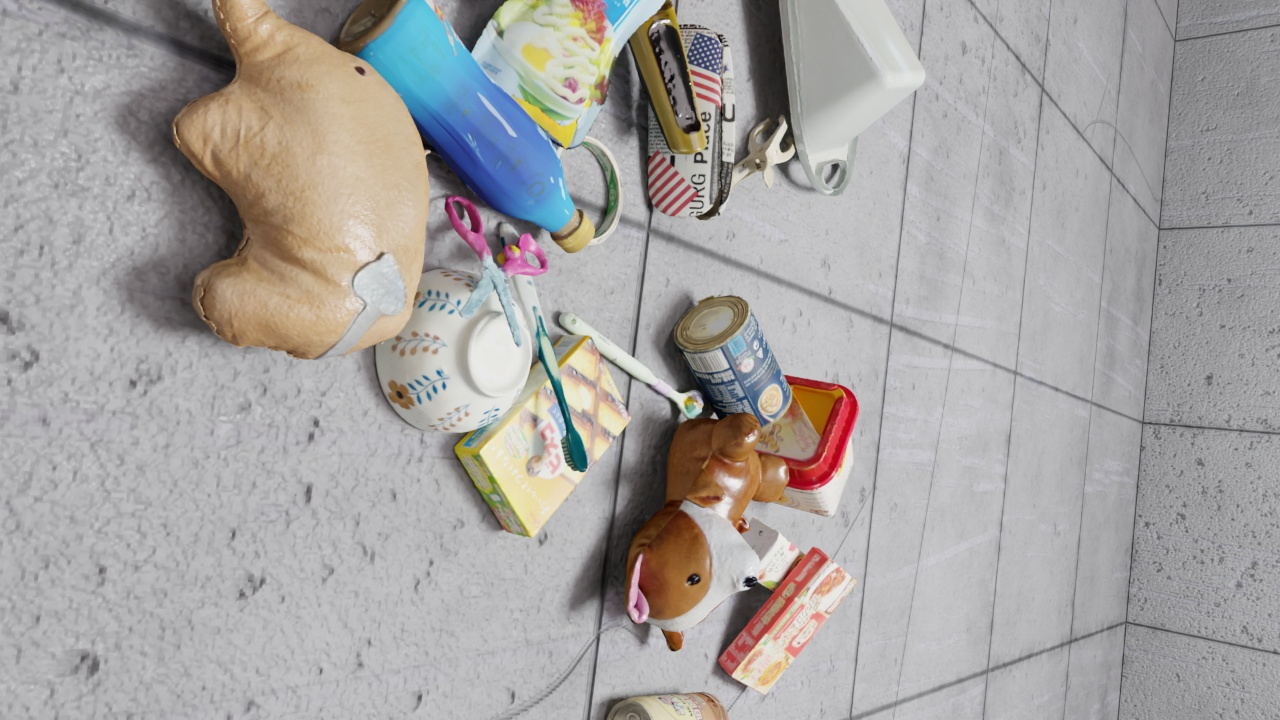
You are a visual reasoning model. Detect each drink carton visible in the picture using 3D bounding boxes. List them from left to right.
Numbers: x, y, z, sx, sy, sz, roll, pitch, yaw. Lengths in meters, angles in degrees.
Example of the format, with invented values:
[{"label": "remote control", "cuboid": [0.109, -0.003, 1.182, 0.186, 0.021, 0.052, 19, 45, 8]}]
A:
[{"label": "drink carton", "cuboid": [0.142, 0.211, 0.947, 0.053, 0.045, 0.122, -55, 133, -6]}]

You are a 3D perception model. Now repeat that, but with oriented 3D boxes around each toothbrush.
[{"label": "toothbrush", "cuboid": [-0.072, -0.010, 0.667, 0.016, 0.018, 0.191, -15, 85, -39]}, {"label": "toothbrush", "cuboid": [-0.005, 0.005, 0.780, 0.189, 0.020, 0.029, 35, 68, -43]}]

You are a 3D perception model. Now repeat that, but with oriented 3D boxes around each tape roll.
[{"label": "tape roll", "cuboid": [-0.046, -0.133, 0.724, 0.085, 0.014, 0.086, -5, 97, -50]}]

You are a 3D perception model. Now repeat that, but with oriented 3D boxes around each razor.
[{"label": "razor", "cuboid": [0.016, -0.247, 0.736, 0.062, 0.068, 0.167, -23, 101, -24]}]

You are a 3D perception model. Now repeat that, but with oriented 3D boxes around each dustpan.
[{"label": "dustpan", "cuboid": [0.190, -0.317, 0.967, 0.257, 0.143, 0.222, 58, 33, 2]}]

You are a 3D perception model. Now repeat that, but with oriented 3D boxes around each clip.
[{"label": "clip", "cuboid": [0.120, -0.199, 0.898, 0.035, 0.072, 0.100, 60, 44, -35]}]

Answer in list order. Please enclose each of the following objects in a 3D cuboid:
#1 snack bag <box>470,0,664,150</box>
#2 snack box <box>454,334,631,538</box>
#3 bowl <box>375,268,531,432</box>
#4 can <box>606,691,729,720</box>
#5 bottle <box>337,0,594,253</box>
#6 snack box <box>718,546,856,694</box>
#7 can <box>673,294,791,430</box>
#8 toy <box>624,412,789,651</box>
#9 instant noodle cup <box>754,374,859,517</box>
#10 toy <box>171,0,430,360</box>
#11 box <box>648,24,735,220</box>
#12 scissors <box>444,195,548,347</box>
[{"label": "snack bag", "cuboid": [-0.040, -0.257, 0.657, 0.110, 0.039, 0.191, 30, 90, -32]}, {"label": "snack box", "cuboid": [-0.070, 0.054, 0.698, 0.140, 0.034, 0.087, -47, 126, -35]}, {"label": "bowl", "cuboid": [-0.114, -0.005, 0.618, 0.113, 0.062, 0.113, -6, 98, -48]}, {"label": "can", "cuboid": [0.026, 0.325, 0.810, 0.116, 0.059, 0.058, 20, 78, -49]}, {"label": "bottle", "cuboid": [-0.103, -0.148, 0.616, 0.218, 0.065, 0.065, 46, 59, -41]}, {"label": "snack box", "cuboid": [0.151, 0.265, 0.932, 0.153, 0.025, 0.075, -49, 132, -2]}, {"label": "can", "cuboid": [0.085, 0.003, 0.843, 0.075, 0.075, 0.111, -55, 131, -32]}, {"label": "toy", "cuboid": [0.056, 0.149, 0.794, 0.199, 0.131, 0.140, -57, 138, -18]}, {"label": "instant noodle cup", "cuboid": [0.158, 0.090, 0.918, 0.116, 0.116, 0.124, -64, 147, -25]}, {"label": "toy", "cuboid": [-0.183, -0.114, 0.513, 0.143, 0.083, 0.226, -11, 99, -51]}, {"label": "box", "cuboid": [0.040, -0.205, 0.794, 0.087, 0.076, 0.163, 0, 96, -28]}, {"label": "scissors", "cuboid": [-0.103, -0.065, 0.610, 0.113, 0.017, 0.134, 43, 29, -12]}]
